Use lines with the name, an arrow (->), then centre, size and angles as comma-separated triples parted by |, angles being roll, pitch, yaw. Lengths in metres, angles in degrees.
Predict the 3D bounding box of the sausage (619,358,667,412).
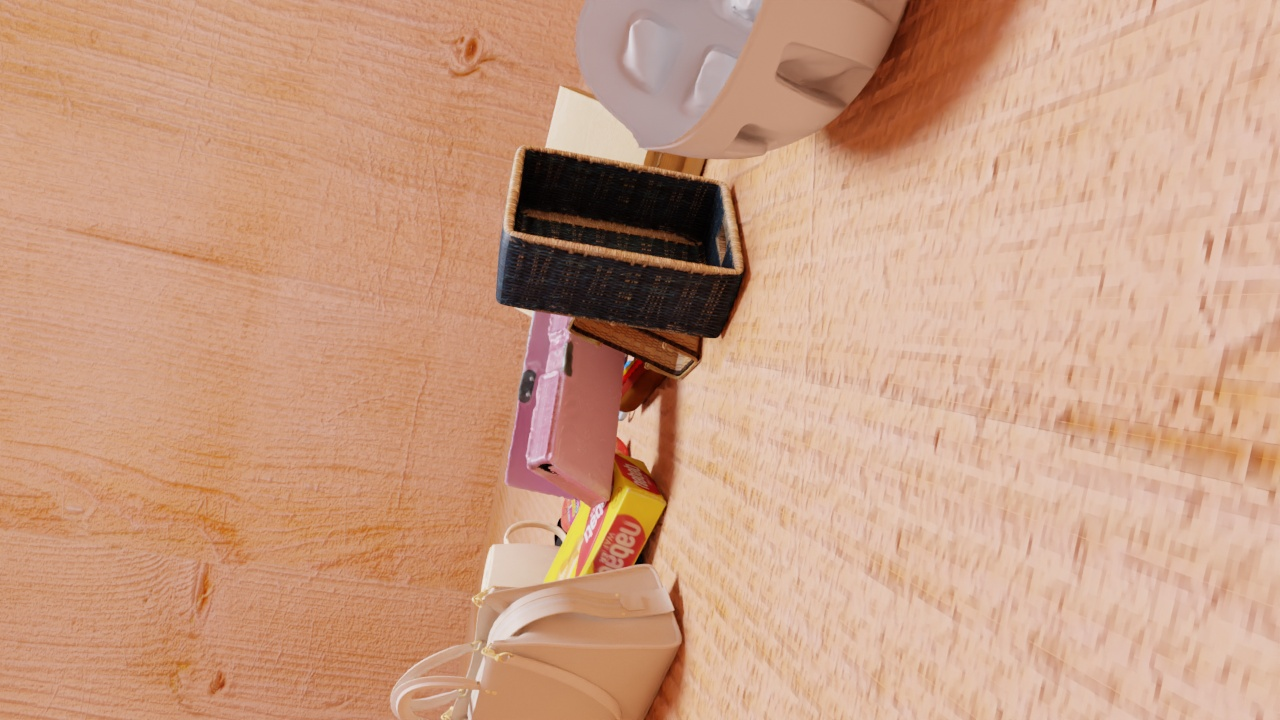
sausage -> 0.001, 0.015, 0.920 | 0.156, 0.040, 0.040 | 129, 150, -66

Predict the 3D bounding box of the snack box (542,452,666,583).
snack box -> -0.046, 0.191, 0.853 | 0.201, 0.042, 0.092 | -63, 18, 10

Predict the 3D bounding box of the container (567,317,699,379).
container -> 0.001, -0.037, 0.817 | 0.063, 0.114, 0.061 | 130, 162, -67

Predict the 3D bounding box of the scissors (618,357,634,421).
scissors -> -0.007, 0.013, 1.025 | 0.131, 0.018, 0.108 | 119, 160, -52

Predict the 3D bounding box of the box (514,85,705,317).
box -> -0.025, -0.146, 0.985 | 0.142, 0.179, 0.249 | 50, 129, 51

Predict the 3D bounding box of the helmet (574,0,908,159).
helmet -> 0.056, -0.227, 0.516 | 0.282, 0.184, 0.224 | -95, 13, -75

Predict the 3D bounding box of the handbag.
handbag -> -0.091, 0.247, 0.711 | 0.101, 0.197, 0.195 | -114, 34, -46

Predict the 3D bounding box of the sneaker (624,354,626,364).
sneaker -> -0.067, -0.085, 1.175 | 0.092, 0.111, 0.243 | 129, 151, -67

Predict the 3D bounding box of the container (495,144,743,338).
container -> -0.019, -0.098, 0.754 | 0.145, 0.187, 0.071 | -92, 13, -49

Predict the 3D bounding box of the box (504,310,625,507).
box -> -0.070, 0.022, 0.869 | 0.080, 0.099, 0.232 | -19, 50, 31

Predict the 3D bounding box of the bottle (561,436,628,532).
bottle -> -0.052, 0.140, 1.033 | 0.071, 0.048, 0.134 | -89, 15, -48

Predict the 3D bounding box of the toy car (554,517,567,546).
toy car -> -0.092, 0.218, 1.184 | 0.091, 0.036, 0.042 | -90, 16, -46

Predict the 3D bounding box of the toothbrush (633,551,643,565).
toothbrush -> -0.007, 0.184, 0.845 | 0.189, 0.017, 0.016 | -103, 28, -65

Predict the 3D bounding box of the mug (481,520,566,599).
mug -> -0.121, 0.233, 1.036 | 0.085, 0.104, 0.111 | 117, 160, -51
